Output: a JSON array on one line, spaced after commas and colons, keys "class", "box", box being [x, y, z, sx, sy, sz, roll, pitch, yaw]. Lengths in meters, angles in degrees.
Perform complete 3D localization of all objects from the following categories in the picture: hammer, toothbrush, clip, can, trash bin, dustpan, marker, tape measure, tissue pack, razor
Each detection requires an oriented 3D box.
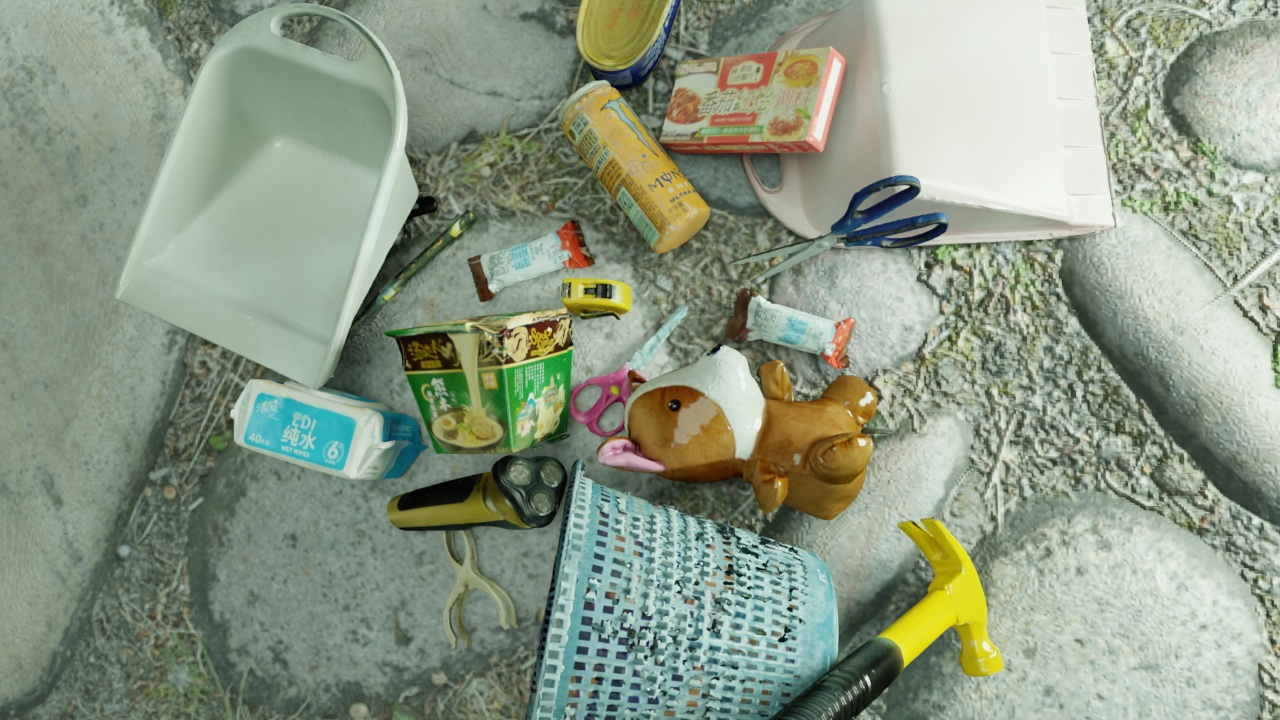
[{"class": "hammer", "box": [0.158, 0.193, 0.597, 0.033, 0.299, 0.128, -20, 85, 41]}, {"class": "toothbrush", "box": [-0.218, -0.069, 0.809, 0.186, 0.017, 0.012, -42, 42, 2]}, {"class": "clip", "box": [-0.129, 0.186, 0.758, 0.094, 0.035, 0.102, 2, 76, 13]}, {"class": "can", "box": [-0.006, -0.161, 0.765, 0.058, 0.058, 0.146, -37, 80, 3]}, {"class": "trash bin", "box": [0.027, 0.199, 0.655, 0.195, 0.227, 0.226, 11, 85, -3]}, {"class": "can", "box": [-0.005, -0.308, 0.786, 0.075, 0.049, 0.148, 18, 86, 10]}, {"class": "dustpan", "box": [0.229, -0.200, 0.759, 0.273, 0.139, 0.222, 1, 81, -19]}, {"class": "marker", "box": [-0.241, -0.127, 0.820, 0.124, 0.015, 0.018, -13, 80, 6]}, {"class": "tape measure", "box": [-0.036, -0.048, 0.757, 0.057, 0.060, 0.029, 1, 82, 3]}, {"class": "dustpan", "box": [-0.301, -0.150, 0.747, 0.223, 0.143, 0.257, 22, 65, 14]}, {"class": "tissue pack", "box": [-0.257, 0.056, 0.763, 0.140, 0.090, 0.063, 15, 86, 11]}, {"class": "razor", "box": [-0.137, 0.111, 0.735, 0.168, 0.067, 0.062, -13, 42, 30]}]

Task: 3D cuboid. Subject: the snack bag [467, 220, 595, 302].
[{"class": "snack bag", "box": [-0.095, -0.085, 0.786, 0.104, 0.026, 0.048, -21, 74, 7]}]

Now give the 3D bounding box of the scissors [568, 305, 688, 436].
[{"class": "scissors", "box": [-0.005, 0.005, 0.769, 0.054, 0.017, 0.133, 40, 87, 4]}]

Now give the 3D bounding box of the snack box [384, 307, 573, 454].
[{"class": "snack box", "box": [-0.120, 0.017, 0.732, 0.118, 0.118, 0.105, -3, 96, 29]}]

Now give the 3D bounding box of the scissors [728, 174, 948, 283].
[{"class": "scissors", "box": [0.150, -0.097, 0.701, 0.166, 0.155, 0.012, -3, 66, -1]}]

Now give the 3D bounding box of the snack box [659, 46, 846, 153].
[{"class": "snack box", "box": [0.086, -0.205, 0.733, 0.153, 0.025, 0.075, 13, 86, 44]}]

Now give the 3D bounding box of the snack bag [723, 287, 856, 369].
[{"class": "snack bag", "box": [0.123, -0.026, 0.745, 0.105, 0.026, 0.045, 17, 95, 11]}]

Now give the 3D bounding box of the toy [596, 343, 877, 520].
[{"class": "toy", "box": [0.075, 0.050, 0.696, 0.200, 0.139, 0.131, 7, 116, 13]}]
